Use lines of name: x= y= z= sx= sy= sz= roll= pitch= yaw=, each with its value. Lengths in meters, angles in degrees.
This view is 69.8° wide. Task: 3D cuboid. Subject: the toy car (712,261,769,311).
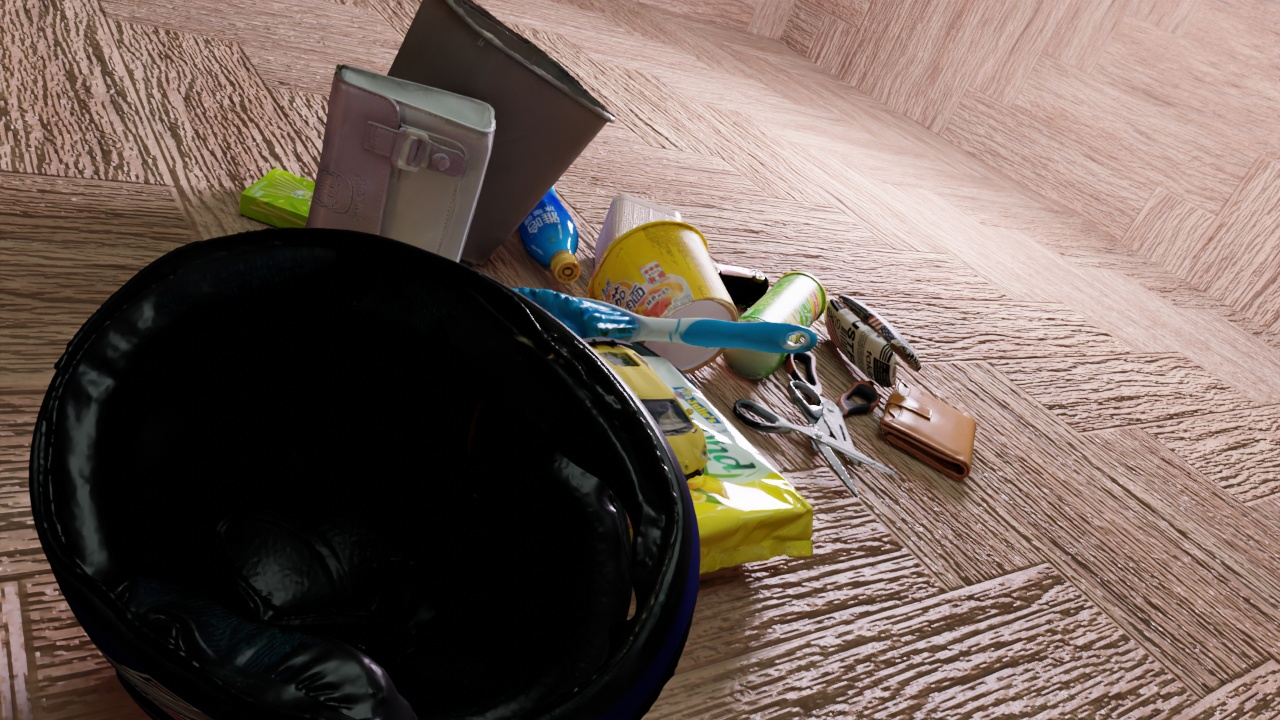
toy car: x=0.103 y=-0.094 z=1.135 sx=0.122 sy=0.056 sz=0.037 roll=5 pitch=40 yaw=-31

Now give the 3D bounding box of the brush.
brush: x=-0.007 y=-0.030 z=0.821 sx=0.315 sy=0.060 sz=0.109 roll=6 pitch=4 yaw=36

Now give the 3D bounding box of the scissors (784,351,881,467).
scissors: x=0.211 y=0.047 z=1.010 sx=0.221 sy=0.015 sz=0.189 roll=-6 pitch=39 yaw=-43

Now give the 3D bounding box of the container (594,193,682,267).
container: x=-0.005 y=-0.126 z=1.078 sx=0.090 sy=0.090 sz=0.110 roll=18 pitch=31 yaw=-9

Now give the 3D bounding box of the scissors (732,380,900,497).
scissors: x=0.172 y=0.073 z=0.915 sx=0.159 sy=0.014 sz=0.180 roll=8 pitch=32 yaw=-7

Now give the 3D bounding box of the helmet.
helmet: x=-0.116 y=0.087 z=0.450 sx=0.316 sy=0.241 sz=0.246 roll=26 pitch=65 yaw=21

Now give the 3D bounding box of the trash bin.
trash bin: x=-0.182 y=-0.243 z=0.973 sx=0.198 sy=0.220 sz=0.198 roll=23 pitch=22 yaw=-42

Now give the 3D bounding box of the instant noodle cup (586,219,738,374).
instant noodle cup: x=0.030 y=-0.057 z=0.945 sx=0.137 sy=0.138 sz=0.109 roll=2 pitch=43 yaw=-33

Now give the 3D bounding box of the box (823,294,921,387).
box: x=0.286 y=-0.036 z=1.115 sx=0.081 sy=0.075 sz=0.163 roll=-20 pitch=31 yaw=-6

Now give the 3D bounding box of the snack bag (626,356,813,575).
snack bag: x=0.010 y=0.082 z=0.743 sx=0.157 sy=0.068 sz=0.246 roll=-3 pitch=37 yaw=-39

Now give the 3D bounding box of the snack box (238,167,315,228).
snack box: x=-0.321 y=-0.150 z=0.951 sx=0.156 sy=0.026 sz=0.085 roll=20 pitch=28 yaw=-6

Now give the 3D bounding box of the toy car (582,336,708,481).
toy car: x=-0.001 y=0.035 z=0.703 sx=0.071 sy=0.041 sz=0.156 roll=1 pitch=34 yaw=-33

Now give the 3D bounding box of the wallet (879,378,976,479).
wallet: x=0.325 y=0.074 z=1.032 sx=0.108 sy=0.031 sz=0.131 roll=30 pitch=27 yaw=11

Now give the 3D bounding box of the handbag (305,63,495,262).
handbag: x=-0.226 y=-0.152 z=0.843 sx=0.145 sy=0.197 sz=0.098 roll=14 pitch=29 yaw=-15

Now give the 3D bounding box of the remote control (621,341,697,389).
remote control: x=-0.005 y=0.005 z=0.889 sx=0.136 sy=0.053 sz=0.024 roll=33 pitch=55 yaw=19

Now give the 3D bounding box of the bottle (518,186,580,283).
bottle: x=-0.112 y=-0.156 z=1.077 sx=0.065 sy=0.065 sz=0.218 roll=8 pitch=32 yaw=-26

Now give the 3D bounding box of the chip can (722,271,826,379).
chip can: x=0.159 y=-0.045 z=1.071 sx=0.072 sy=0.073 sz=0.220 roll=30 pitch=29 yaw=13
